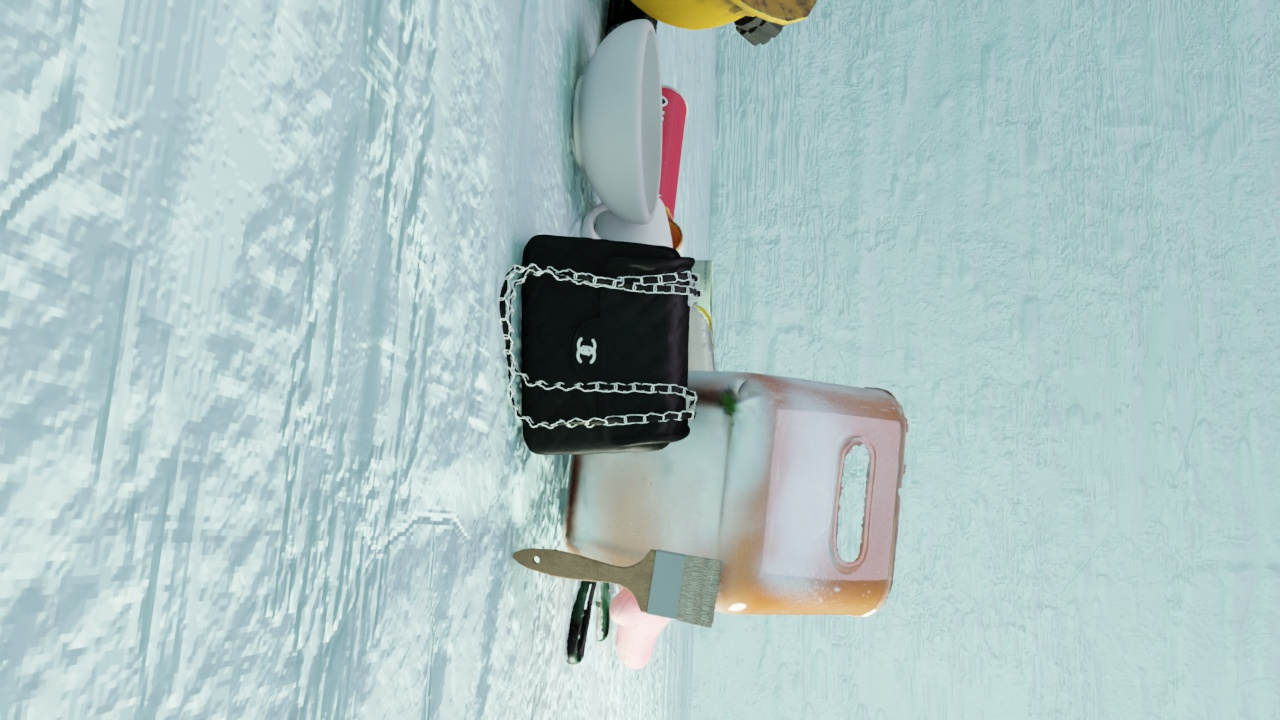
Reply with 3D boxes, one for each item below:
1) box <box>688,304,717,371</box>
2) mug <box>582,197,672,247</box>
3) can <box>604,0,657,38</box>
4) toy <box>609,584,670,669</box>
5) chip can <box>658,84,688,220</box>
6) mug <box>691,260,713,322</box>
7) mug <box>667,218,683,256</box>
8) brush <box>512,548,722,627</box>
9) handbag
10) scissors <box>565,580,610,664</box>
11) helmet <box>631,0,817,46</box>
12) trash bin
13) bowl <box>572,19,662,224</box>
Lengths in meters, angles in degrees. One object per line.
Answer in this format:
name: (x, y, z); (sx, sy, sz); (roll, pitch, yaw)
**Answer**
box: (0.056, 0.046, 1.002); (0.070, 0.067, 0.210); (4, 80, -79)
mug: (-0.018, -0.120, 0.897); (0.114, 0.081, 0.087); (30, 49, -46)
can: (-0.009, -0.346, 0.946); (0.054, 0.054, 0.137); (76, 17, -64)
toy: (0.015, 0.258, 1.069); (0.191, 0.097, 0.237); (-44, 153, -69)
chip can: (0.015, -0.240, 1.106); (0.069, 0.069, 0.220); (83, 11, -49)
mug: (0.043, -0.086, 1.223); (0.111, 0.104, 0.084); (-78, 167, -59)
mug: (0.008, -0.098, 1.031); (0.105, 0.082, 0.082); (85, 10, -46)
brush: (-0.018, 0.145, 0.625); (0.008, 0.143, 0.045); (24, 76, -80)
handbag: (-0.023, -0.010, 0.627); (0.114, 0.125, 0.153); (-24, 116, -82)
scissors: (-0.048, 0.251, 0.933); (0.203, 0.015, 0.202); (-74, 165, -57)
helmet: (0.037, -0.397, 0.875); (0.255, 0.132, 0.204); (27, 56, -34)
trash bin: (0.063, 0.100, 0.751); (0.260, 0.157, 0.181); (1, -97, 55)
bowl: (-0.022, -0.211, 0.822); (0.176, 0.066, 0.176); (3, 89, -83)
